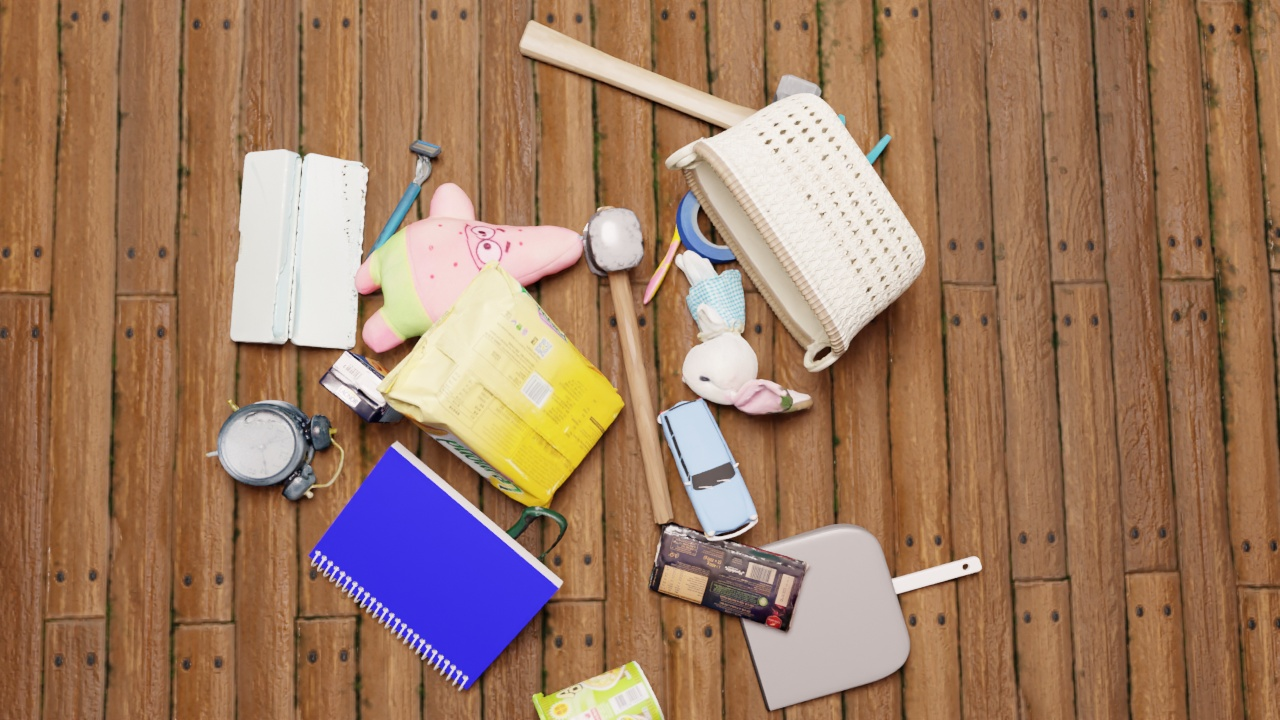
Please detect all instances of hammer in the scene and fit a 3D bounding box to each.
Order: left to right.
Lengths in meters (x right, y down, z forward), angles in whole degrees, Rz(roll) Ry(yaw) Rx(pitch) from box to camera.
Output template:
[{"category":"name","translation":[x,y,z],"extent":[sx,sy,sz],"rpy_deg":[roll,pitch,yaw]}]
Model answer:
[{"category":"hammer","translation":[-0.005,0.005,0.941],"extent":[0.052,0.098,0.328],"rpy_deg":[-11,93,-7]},{"category":"hammer","translation":[0.027,-0.287,0.979],"extent":[0.323,0.051,0.117],"rpy_deg":[22,88,1]}]

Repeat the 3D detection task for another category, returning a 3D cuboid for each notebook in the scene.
[{"category":"notebook","translation":[-0.207,0.208,0.905],"extent":[0.209,0.022,0.172],"rpy_deg":[40,110,0]}]

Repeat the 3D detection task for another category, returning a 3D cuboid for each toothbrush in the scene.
[{"category":"toothbrush","translation":[0.034,-0.120,0.978],"extent":[0.016,0.021,0.135],"rpy_deg":[23,82,1]}]

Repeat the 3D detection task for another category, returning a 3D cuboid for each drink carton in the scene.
[{"category":"drink carton","translation":[-0.261,0.028,0.894],"extent":[0.064,0.130,0.040],"rpy_deg":[39,85,0]}]

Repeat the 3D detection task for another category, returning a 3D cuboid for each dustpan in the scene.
[{"category":"dustpan","translation":[0.232,0.249,0.960],"extent":[0.258,0.033,0.163],"rpy_deg":[-17,87,4]}]

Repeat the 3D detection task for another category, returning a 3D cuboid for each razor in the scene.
[{"category":"razor","translation":[-0.251,-0.163,0.965],"extent":[0.042,0.022,0.144],"rpy_deg":[25,88,36]}]

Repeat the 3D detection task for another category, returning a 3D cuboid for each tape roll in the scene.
[{"category":"tape roll","translation":[0.085,-0.149,0.975],"extent":[0.091,0.016,0.093],"rpy_deg":[32,77,-10]}]

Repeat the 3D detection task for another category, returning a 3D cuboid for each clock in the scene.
[{"category":"clock","translation":[-0.363,0.089,0.924],"extent":[0.129,0.052,0.090],"rpy_deg":[19,85,-6]}]

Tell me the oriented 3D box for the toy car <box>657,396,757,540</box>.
[{"category":"toy car","translation":[0.067,0.105,0.929],"extent":[0.056,0.055,0.153],"rpy_deg":[-20,62,-5]}]

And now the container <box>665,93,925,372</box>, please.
[{"category":"container","translation":[0.151,-0.128,0.875],"extent":[0.143,0.184,0.246],"rpy_deg":[-36,95,-1]}]

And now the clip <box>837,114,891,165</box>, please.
[{"category":"clip","translation":[0.234,-0.194,0.983],"extent":[0.113,0.028,0.126],"rpy_deg":[31,72,3]}]

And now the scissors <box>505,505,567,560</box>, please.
[{"category":"scissors","translation":[-0.161,0.174,0.903],"extent":[0.204,0.015,0.202],"rpy_deg":[-13,104,16]}]

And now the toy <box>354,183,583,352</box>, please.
[{"category":"toy","translation":[-0.171,-0.091,0.922],"extent":[0.236,0.097,0.192],"rpy_deg":[-16,66,-7]}]

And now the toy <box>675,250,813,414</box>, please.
[{"category":"toy","translation":[0.078,-0.020,0.941],"extent":[0.106,0.131,0.205],"rpy_deg":[-31,77,14]}]

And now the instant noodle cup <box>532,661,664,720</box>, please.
[{"category":"instant noodle cup","translation":[-0.038,0.354,0.906],"extent":[0.108,0.099,0.099],"rpy_deg":[-24,87,-13]}]

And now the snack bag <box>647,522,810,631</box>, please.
[{"category":"snack bag","translation":[0.089,0.222,0.946],"extent":[0.155,0.018,0.074],"rpy_deg":[16,90,6]}]

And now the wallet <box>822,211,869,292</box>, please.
[{"category":"wallet","translation":[0.195,-0.105,0.983],"extent":[0.120,0.031,0.099],"rpy_deg":[41,81,1]}]

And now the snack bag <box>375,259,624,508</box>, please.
[{"category":"snack bag","translation":[-0.115,0.035,0.869],"extent":[0.068,0.247,0.159],"rpy_deg":[25,73,42]}]

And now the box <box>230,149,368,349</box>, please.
[{"category":"box","translation":[-0.353,-0.113,0.945],"extent":[0.125,0.075,0.197],"rpy_deg":[5,88,-23]}]
